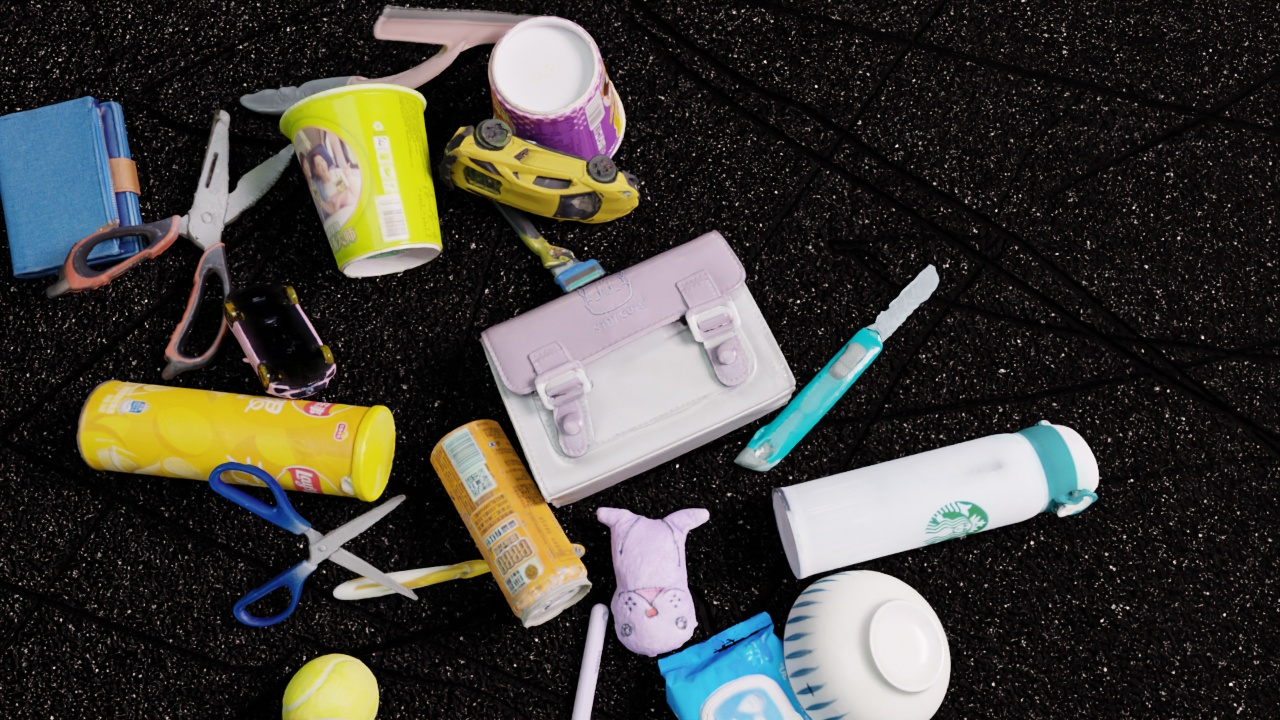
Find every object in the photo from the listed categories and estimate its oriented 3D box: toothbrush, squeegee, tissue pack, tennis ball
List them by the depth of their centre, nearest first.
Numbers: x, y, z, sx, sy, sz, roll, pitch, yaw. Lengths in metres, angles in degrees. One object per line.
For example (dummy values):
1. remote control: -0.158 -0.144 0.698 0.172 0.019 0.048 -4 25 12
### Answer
1. tissue pack: 0.083 0.266 0.642 0.095 0.052 0.157 -25 79 -4
2. tennis ball: -0.218 0.242 0.648 0.065 0.065 0.065 0 78 1
3. toothbrush: -0.043 0.272 0.662 0.021 0.029 0.189 -2 74 39
4. toothbrush: -0.136 0.159 0.687 0.191 0.018 0.016 -9 95 -1
5. squeegee: -0.219 -0.222 0.724 0.250 0.247 0.040 -8 105 24

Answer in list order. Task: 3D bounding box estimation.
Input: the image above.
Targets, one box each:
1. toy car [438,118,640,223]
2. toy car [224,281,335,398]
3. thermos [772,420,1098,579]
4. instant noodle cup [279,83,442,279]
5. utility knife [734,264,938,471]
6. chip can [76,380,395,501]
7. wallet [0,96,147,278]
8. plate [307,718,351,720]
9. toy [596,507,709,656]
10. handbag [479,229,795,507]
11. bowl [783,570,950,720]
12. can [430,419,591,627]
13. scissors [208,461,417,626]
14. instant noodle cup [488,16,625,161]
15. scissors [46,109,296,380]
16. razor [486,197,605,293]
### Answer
1. toy car: -0.075 -0.139 0.706 0.155 0.071 0.041 14 70 -11
2. toy car: -0.278 -0.015 0.704 0.056 0.037 0.122 -22 56 -29
3. thermos: 0.214 0.100 0.665 0.224 0.073 0.073 -14 78 -2
4. instant noodle cup: -0.207 -0.133 0.710 0.111 0.112 0.123 -15 87 -2
5. utility knife: 0.157 0.006 0.714 0.029 0.013 0.222 43 83 9
6. chip can: -0.297 0.059 0.686 0.213 0.072 0.072 6 78 4
7. wallet: -0.465 -0.140 0.745 0.106 0.040 0.133 -12 88 0
8. plate: -0.210 0.290 0.619 0.164 0.034 0.164 -2 123 -4
9. toy: 0.011 0.161 0.672 0.084 0.039 0.108 -3 78 7
10. handbag: -0.004 0.004 0.681 0.197 0.098 0.145 -24 73 -4
11. bowl: 0.164 0.198 0.625 0.116 0.066 0.116 9 63 -19
12. can: -0.095 0.114 0.662 0.058 0.058 0.146 -32 67 -5
13. scissors: -0.242 0.138 0.666 0.173 0.012 0.163 33 107 -9
14. instant noodle cup: -0.070 -0.208 0.721 0.111 0.099 0.111 -1 78 3
15. scissors: -0.359 -0.094 0.733 0.226 0.015 0.189 -27 91 -19
16. razor: -0.092 -0.106 0.739 0.142 0.022 0.042 46 49 14
